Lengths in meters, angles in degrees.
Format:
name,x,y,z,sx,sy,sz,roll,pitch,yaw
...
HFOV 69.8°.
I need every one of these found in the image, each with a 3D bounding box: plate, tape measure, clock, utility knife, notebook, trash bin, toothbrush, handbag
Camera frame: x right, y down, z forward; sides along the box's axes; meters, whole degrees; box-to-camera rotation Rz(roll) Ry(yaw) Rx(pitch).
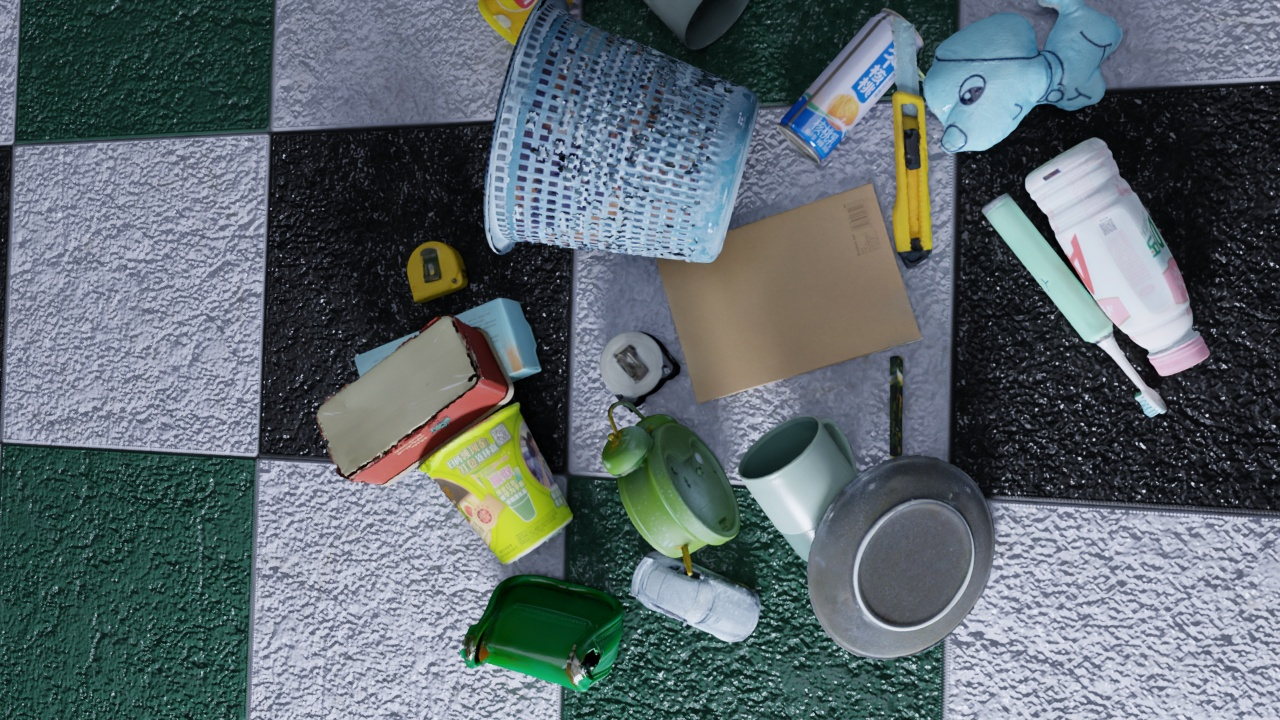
name,x,y,z,sx,sy,sz,roll,pitch,yaw
plate,0.222,0.167,0.757,0.179,0.024,0.179,-3,100,-15
tape measure,-0.208,-0.091,0.926,0.060,0.029,0.057,-17,83,14
clock,0.023,0.103,0.815,0.056,0.116,0.161,-35,83,22
tape measure,-0.005,0.005,0.866,0.066,0.033,0.066,-42,79,9
utility knife,0.230,-0.186,0.790,0.033,0.015,0.215,-6,102,5
notebook,0.132,-0.060,0.843,0.212,0.012,0.149,-17,83,14
trash bin,-0.008,-0.178,0.795,0.195,0.226,0.226,16,92,2
toothbrush,0.366,-0.048,0.771,0.026,0.027,0.224,-29,78,-28
toothbrush,0.225,0.088,0.809,0.012,0.017,0.186,0,88,22
handbag,-0.086,0.250,0.837,0.131,0.120,0.068,10,96,13

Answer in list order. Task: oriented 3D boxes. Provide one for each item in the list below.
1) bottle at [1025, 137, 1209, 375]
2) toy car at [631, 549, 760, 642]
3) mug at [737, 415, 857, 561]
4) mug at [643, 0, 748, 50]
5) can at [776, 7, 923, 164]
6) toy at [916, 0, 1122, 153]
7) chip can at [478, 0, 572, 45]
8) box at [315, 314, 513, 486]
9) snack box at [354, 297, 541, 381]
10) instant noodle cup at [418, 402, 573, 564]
name,x,y,z,sx,sy,sz,roll,pitch,yaw
bottle,0.391,-0.082,0.746,0.068,0.068,0.197,-29,85,12
toy car,0.051,0.217,0.844,0.121,0.036,0.054,20,93,12
mug,0.153,0.105,0.792,0.082,0.111,0.106,-21,112,49
mug,0.048,-0.363,0.826,0.103,0.083,0.124,49,133,14
can,0.185,-0.242,0.811,0.053,0.053,0.135,44,99,12
toy,0.315,-0.246,0.779,0.156,0.049,0.161,17,91,10
chip can,-0.061,-0.388,0.841,0.214,0.071,0.072,-43,78,28
box,-0.212,0.035,0.835,0.168,0.077,0.091,-35,66,11
snack box,-0.190,0.004,0.906,0.175,0.051,0.074,-20,82,14
instant noodle cup,-0.128,0.121,0.863,0.112,0.111,0.123,-35,87,11
